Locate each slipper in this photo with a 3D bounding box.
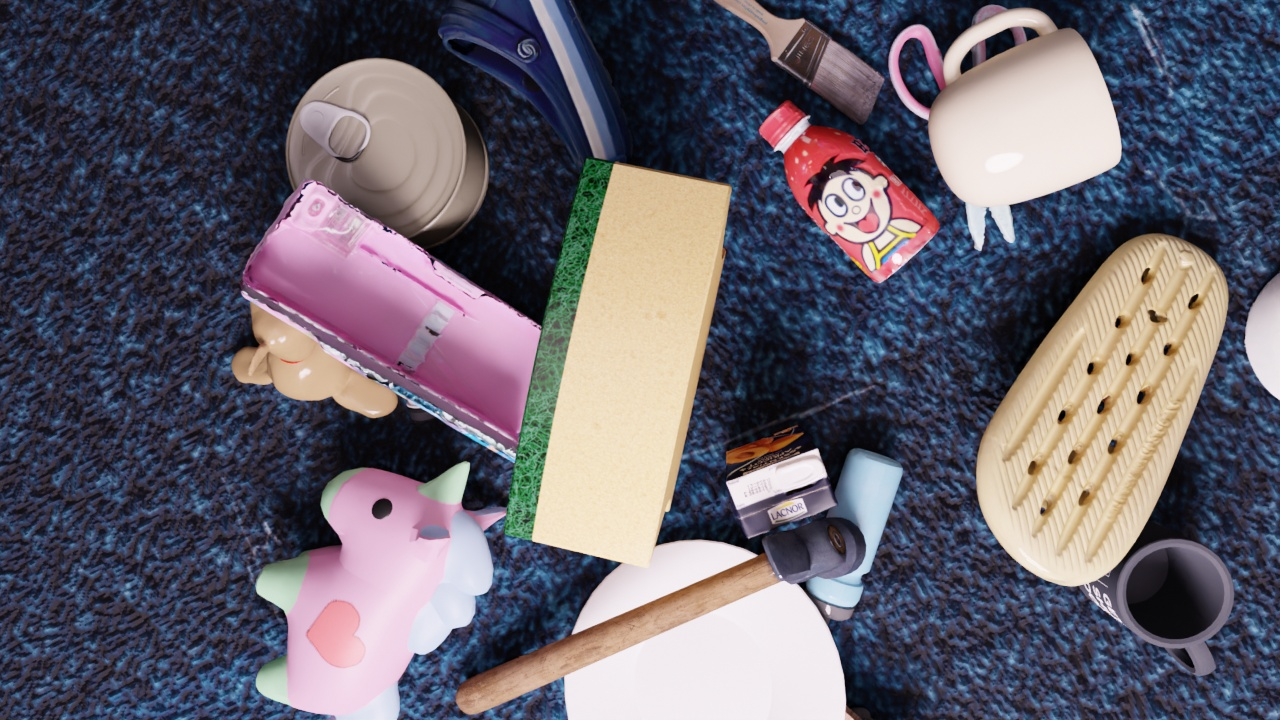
[{"bbox_3d":[0.305,0.028,0.625,0.111,0.079,0.261,33,76,6],"label":"slipper"},{"bbox_3d":[-0.091,-0.234,0.635,0.095,0.105,0.253,-28,92,-1],"label":"slipper"}]

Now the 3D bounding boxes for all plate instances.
[{"bbox_3d":[0.043,0.236,0.665,0.209,0.015,0.208,-4,79,20],"label":"plate"}]

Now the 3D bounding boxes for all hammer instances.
[{"bbox_3d":[-0.006,0.185,0.636,0.322,0.129,0.040,-30,70,23],"label":"hammer"}]

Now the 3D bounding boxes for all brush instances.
[{"bbox_3d":[0.111,-0.229,0.663,0.151,0.012,0.039,37,95,4],"label":"brush"},{"bbox_3d":[-0.003,0.003,0.564,0.075,0.250,0.195,12,89,5],"label":"brush"}]

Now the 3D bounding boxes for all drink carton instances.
[{"bbox_3d":[0.091,0.078,0.618,0.064,0.130,0.040,-22,90,6],"label":"drink carton"}]

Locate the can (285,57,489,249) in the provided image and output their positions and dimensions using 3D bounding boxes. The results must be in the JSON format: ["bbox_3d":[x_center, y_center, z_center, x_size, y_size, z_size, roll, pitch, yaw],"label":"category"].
[{"bbox_3d":[-0.179,-0.144,0.664,0.128,0.073,0.128,0,92,6],"label":"can"}]

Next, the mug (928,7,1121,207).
[{"bbox_3d":[0.237,-0.162,0.597,0.100,0.096,0.120,-21,98,17],"label":"mug"}]

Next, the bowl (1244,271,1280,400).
[{"bbox_3d":[0.478,-0.016,0.610,0.113,0.063,0.113,0,93,6],"label":"bowl"}]

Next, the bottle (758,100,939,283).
[{"bbox_3d":[0.140,-0.122,0.639,0.062,0.062,0.137,-45,88,5],"label":"bottle"}]

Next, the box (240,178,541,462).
[{"bbox_3d":[-0.135,-0.018,0.599,0.230,0.106,0.086,34,88,-28],"label":"box"}]

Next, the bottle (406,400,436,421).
[{"bbox_3d":[-0.169,-0.011,0.677,0.041,0.041,0.116,-5,109,6],"label":"bottle"}]

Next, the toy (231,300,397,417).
[{"bbox_3d":[-0.245,-0.017,0.664,0.134,0.108,0.105,15,66,5],"label":"toy"}]

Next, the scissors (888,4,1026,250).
[{"bbox_3d":[0.251,-0.165,0.651,0.105,0.016,0.179,-22,90,6],"label":"scissors"}]

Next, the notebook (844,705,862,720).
[{"bbox_3d":[0.081,0.328,0.655,0.169,0.022,0.210,39,96,25],"label":"notebook"}]

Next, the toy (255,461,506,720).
[{"bbox_3d":[-0.188,0.180,0.666,0.171,0.120,0.222,2,92,15],"label":"toy"}]

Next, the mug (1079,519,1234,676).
[{"bbox_3d":[0.352,0.162,0.622,0.071,0.077,0.105,-28,89,6],"label":"mug"}]

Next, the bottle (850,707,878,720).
[{"bbox_3d":[0.136,0.304,0.669,0.036,0.036,0.110,37,95,3],"label":"bottle"}]

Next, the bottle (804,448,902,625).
[{"bbox_3d":[0.150,0.130,0.659,0.040,0.040,0.130,18,94,5],"label":"bottle"}]
